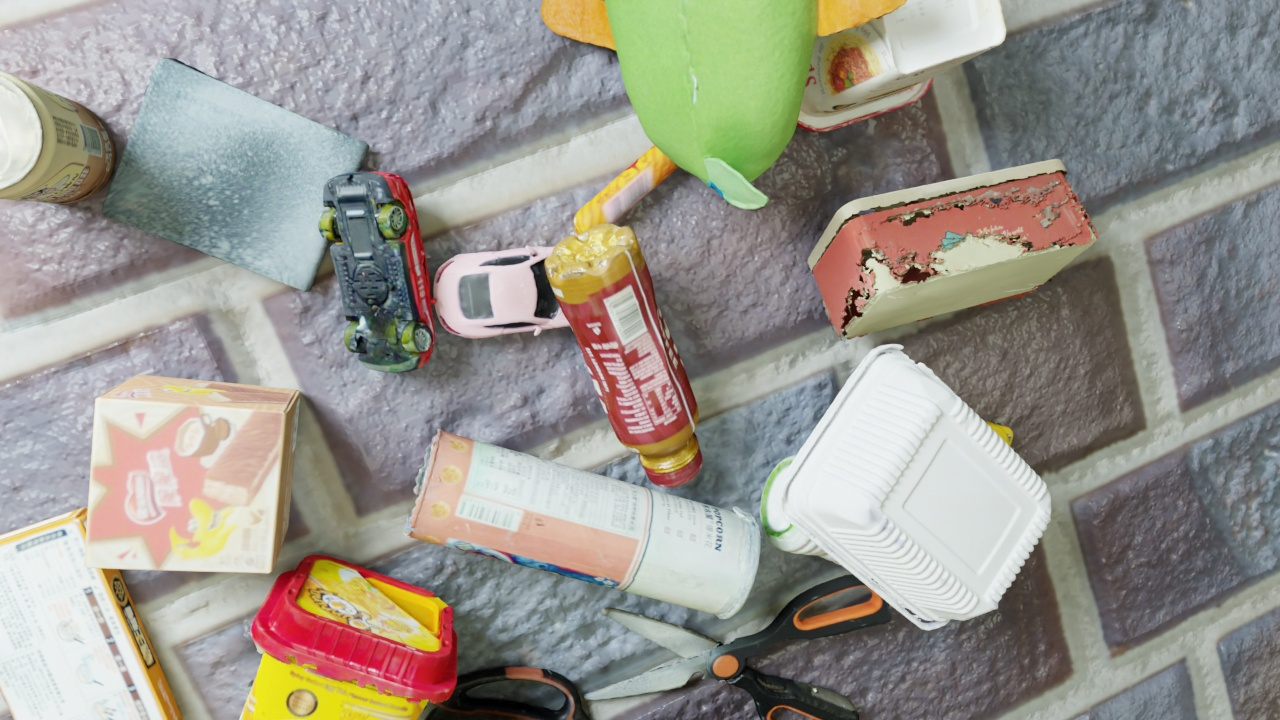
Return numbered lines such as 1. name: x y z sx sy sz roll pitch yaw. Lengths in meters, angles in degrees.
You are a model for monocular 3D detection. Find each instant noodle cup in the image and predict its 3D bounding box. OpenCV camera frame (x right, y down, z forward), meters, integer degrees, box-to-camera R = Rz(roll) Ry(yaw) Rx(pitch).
1. instant noodle cup: 0.147 -0.211 0.562 0.116 0.124 0.116 -20 102 -12
2. instant noodle cup: 0.188 0.088 0.587 0.173 0.060 0.138 40 80 -23
3. instant noodle cup: -0.179 0.197 0.536 0.116 0.116 0.123 24 92 -13

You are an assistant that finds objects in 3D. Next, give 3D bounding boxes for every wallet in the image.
1. wallet: -0.233 -0.106 0.531 0.120 0.019 0.097 22 90 -16

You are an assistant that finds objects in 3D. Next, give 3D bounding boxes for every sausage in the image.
1. sausage: 0.017 -0.133 0.592 0.165 0.021 0.021 -42 106 -6

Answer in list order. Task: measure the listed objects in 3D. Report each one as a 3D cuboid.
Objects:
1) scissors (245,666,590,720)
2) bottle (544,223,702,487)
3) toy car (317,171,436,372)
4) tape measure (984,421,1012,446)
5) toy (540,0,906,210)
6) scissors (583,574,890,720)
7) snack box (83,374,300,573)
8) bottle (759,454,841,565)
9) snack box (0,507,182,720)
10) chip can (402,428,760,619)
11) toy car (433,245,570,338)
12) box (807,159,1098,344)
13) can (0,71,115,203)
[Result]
1. scissors: -0.147 0.246 0.607 0.206 0.015 0.195 -27 105 -10
2. bottle: -0.003 0.003 0.572 0.057 0.057 0.175 -27 121 -10
3. toy car: -0.150 -0.052 0.541 0.053 0.045 0.120 3 109 20
4. tape measure: 0.249 0.073 0.683 0.057 0.029 0.060 12 95 -16
5. toy: 0.038 -0.211 0.514 0.089 0.227 0.247 -39 129 -50
6. scissors: 0.081 0.210 0.657 0.224 0.021 0.221 -41 111 5
7. snack box: -0.249 0.063 0.519 0.094 0.077 0.093 6 97 -16
8. bottle: 0.183 0.122 0.654 0.196 0.068 0.068 18 93 -20
9. snack box: -0.335 0.170 0.539 0.075 0.026 0.154 -19 102 -12
10. chip can: -0.036 0.104 0.580 0.214 0.071 0.071 18 93 -13
11. toy car: -0.068 -0.045 0.575 0.122 0.037 0.056 -8 102 -15
12. box: 0.208 -0.066 0.607 0.168 0.091 0.079 -14 70 -13
13. can: -0.308 -0.109 0.457 0.058 0.116 0.058 -2 99 -15
